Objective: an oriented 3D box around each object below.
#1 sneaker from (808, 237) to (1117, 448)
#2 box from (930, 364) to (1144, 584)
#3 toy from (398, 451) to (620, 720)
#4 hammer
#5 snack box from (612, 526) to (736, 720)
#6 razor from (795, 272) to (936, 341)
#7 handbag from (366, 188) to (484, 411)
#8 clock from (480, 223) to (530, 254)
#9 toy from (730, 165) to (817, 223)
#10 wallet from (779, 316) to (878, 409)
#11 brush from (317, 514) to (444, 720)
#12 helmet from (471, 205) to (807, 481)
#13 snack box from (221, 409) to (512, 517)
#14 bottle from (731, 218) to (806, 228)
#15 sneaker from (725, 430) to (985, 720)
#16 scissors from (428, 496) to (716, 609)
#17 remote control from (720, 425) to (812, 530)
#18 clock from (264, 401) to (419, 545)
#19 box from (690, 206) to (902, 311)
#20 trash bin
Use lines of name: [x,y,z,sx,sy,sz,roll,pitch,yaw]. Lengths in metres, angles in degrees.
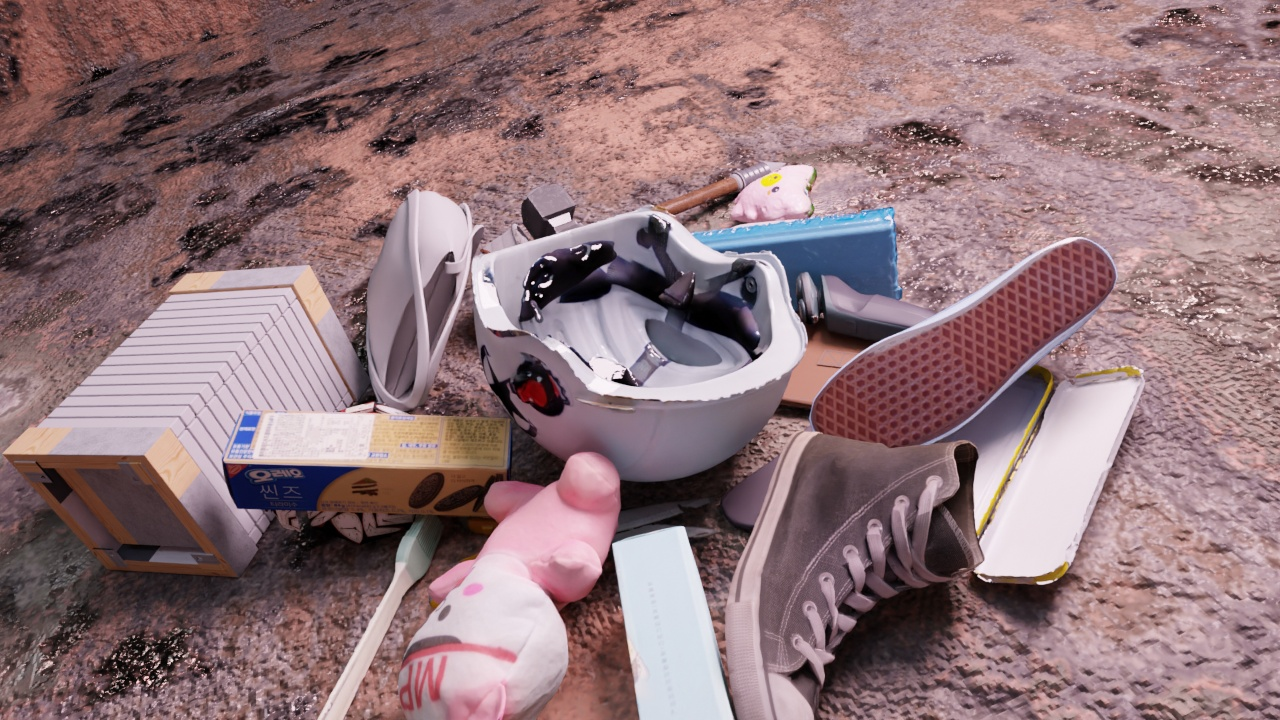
sneaker: [0.239,0.002,0.692,0.241,0.098,0.083,-33,76,4]
box: [0.262,0.068,0.642,0.130,0.039,0.209,3,39,43]
toy: [-0.084,0.162,0.593,0.142,0.084,0.212,-23,30,42]
hammer: [0.039,-0.168,1.002,0.321,0.043,0.156,-26,68,-27]
snack box: [0.024,0.188,0.545,0.053,0.075,0.174,-15,37,2]
razor: [0.195,-0.040,0.781,0.143,0.047,0.052,18,49,33]
handbag: [-0.204,-0.030,0.857,0.095,0.216,0.222,14,36,-24]
clock: [-0.118,-0.085,0.937,0.056,0.104,0.148,-26,7,2]
toy: [0.143,-0.173,0.981,0.093,0.050,0.102,-5,35,21]
wallet: [0.156,0.002,0.784,0.087,0.013,0.120,8,40,28]
brush: [-0.190,0.195,0.654,0.012,0.033,0.217,-1,41,20]
helmet: [-0.004,0.004,0.716,0.235,0.164,0.264,-27,45,-36]
snack box: [-0.202,0.079,0.700,0.206,0.057,0.056,2,41,-5]
bottle: [0.130,-0.111,0.905,0.195,0.052,0.052,-2,39,18]
sneaker: [0.130,0.136,0.541,0.120,0.095,0.234,-6,35,33]
scissors: [-0.055,0.124,0.705,0.225,0.016,0.161,-17,37,-2]
remote control: [0.113,0.087,0.695,0.124,0.009,0.046,-35,41,-23]
clock: [-0.247,0.097,0.763,0.154,0.065,0.114,1,45,-6]
box: [0.119,-0.088,0.849,0.232,0.093,0.048,-6,39,15]
trash bin: [-0.384,0.047,0.820,0.143,0.143,0.246,-2,39,19]
